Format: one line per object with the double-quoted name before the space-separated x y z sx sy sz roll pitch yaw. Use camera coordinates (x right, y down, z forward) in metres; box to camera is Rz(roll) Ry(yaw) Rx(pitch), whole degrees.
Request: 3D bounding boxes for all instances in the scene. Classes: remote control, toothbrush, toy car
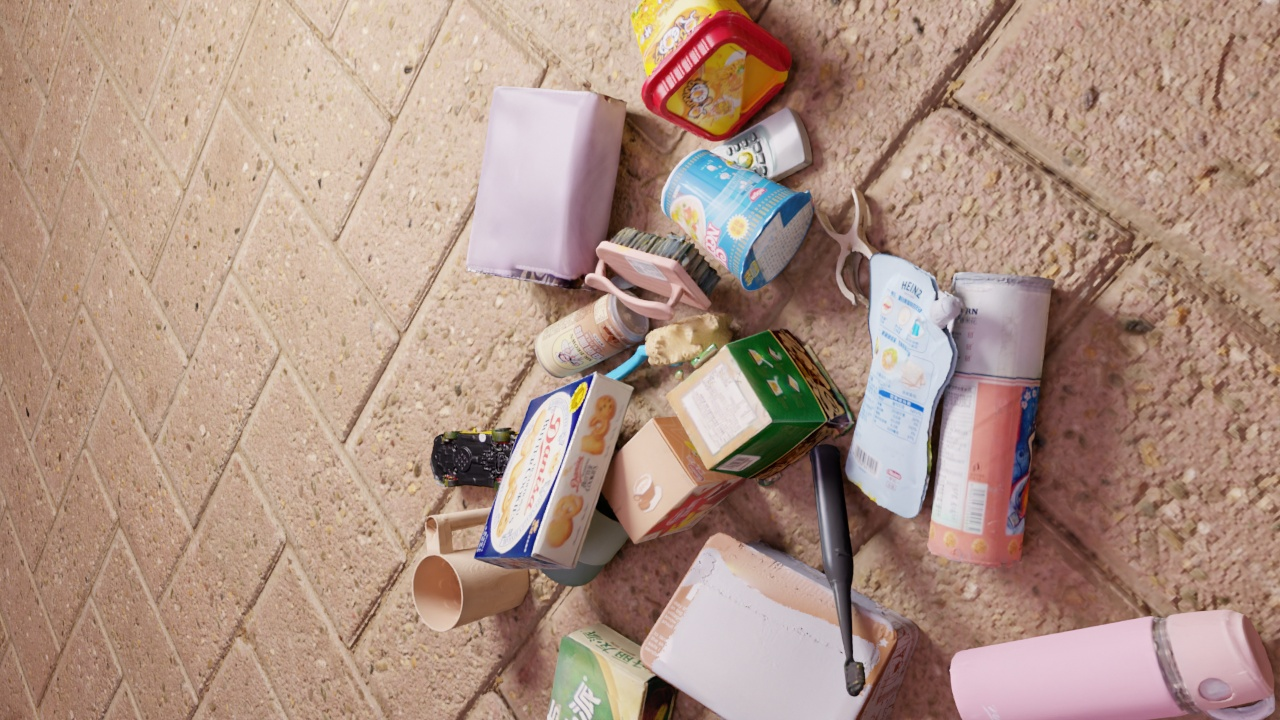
"remote control" 0.095 -0.181 0.856 0.135 0.019 0.056 -23 76 36
"toothbrush" 0.158 0.160 0.732 0.027 0.026 0.212 121 158 -46
"toy car" -0.184 0.113 1.060 0.156 0.041 0.071 -4 88 36

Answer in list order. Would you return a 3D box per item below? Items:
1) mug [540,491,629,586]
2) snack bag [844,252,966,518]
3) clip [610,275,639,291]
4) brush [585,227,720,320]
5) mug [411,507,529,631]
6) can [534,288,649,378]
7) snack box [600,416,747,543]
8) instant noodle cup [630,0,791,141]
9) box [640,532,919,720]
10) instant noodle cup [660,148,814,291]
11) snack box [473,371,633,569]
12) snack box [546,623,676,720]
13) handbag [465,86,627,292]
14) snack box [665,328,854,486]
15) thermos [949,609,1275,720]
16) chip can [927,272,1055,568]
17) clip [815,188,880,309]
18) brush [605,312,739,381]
"mug" -0.061 0.163 0.948 0.107 0.082 0.111 -55 33 25
"snack bag" 0.203 0.019 0.722 0.110 0.038 0.191 -119 31 -64
"clip" -0.003 -0.084 0.937 0.056 0.027 0.024 -24 78 25
"brush" 0.003 -0.082 0.863 0.146 0.063 0.073 24 74 50
"mug" -0.190 0.230 1.027 0.084 0.103 0.124 -9 85 37
"can" -0.050 -0.027 0.945 0.117 0.058 0.058 -25 75 35
"snack box" 0.030 0.109 0.861 0.093 0.094 0.077 -47 64 28
"instant noodle cup" 0.055 -0.286 0.837 0.116 0.116 0.123 -40 56 31
"box" 0.112 0.242 0.758 0.182 0.157 0.148 24 105 35
"instant noodle cup" 0.081 -0.131 0.812 0.110 0.099 0.099 38 112 25
"snack box" -0.089 0.113 0.897 0.183 0.045 0.177 -24 44 61
"snack box" -0.040 0.405 0.937 0.115 0.063 0.240 18 102 37
"handbag" -0.092 -0.177 0.953 0.145 0.098 0.197 15 98 39
"snack box" 0.094 0.043 0.804 0.118 0.105 0.117 -43 66 31
"thermos" 0.332 0.230 0.652 0.199 0.067 0.087 -24 107 34
"chip can" 0.263 0.044 0.694 0.071 0.071 0.215 8 95 38
"clip" 0.192 -0.097 0.776 0.076 0.034 0.103 -17 72 39
"brush" -0.005 0.005 0.911 0.255 0.083 0.046 -24 82 43
